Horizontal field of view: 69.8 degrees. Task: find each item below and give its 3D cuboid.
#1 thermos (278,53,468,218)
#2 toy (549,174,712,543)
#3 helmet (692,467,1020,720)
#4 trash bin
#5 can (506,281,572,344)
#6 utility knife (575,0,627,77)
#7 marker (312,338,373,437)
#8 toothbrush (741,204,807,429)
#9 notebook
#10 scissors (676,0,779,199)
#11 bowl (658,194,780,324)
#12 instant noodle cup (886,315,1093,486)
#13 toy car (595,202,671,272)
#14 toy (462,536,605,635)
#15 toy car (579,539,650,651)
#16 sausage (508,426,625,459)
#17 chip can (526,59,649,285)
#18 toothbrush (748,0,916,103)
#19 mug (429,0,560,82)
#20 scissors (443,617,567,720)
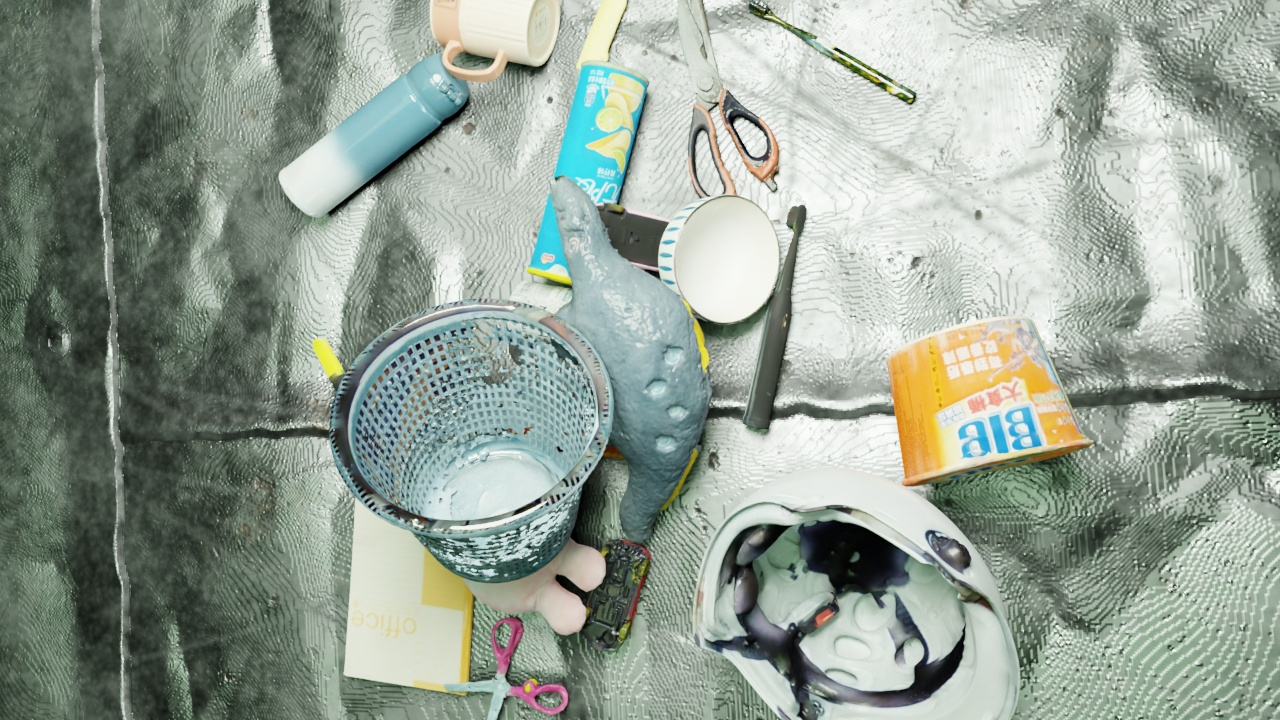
[{"bbox_3d":[-0.279,-0.238,0.968,0.221,0.070,0.070,-34,79,12],"label":"thermos"},{"bbox_3d":[-0.005,0.005,0.820,0.138,0.091,0.356,-4,106,41],"label":"toy"},{"bbox_3d":[0.184,0.192,0.766,0.259,0.145,0.230,28,123,8],"label":"helmet"},{"bbox_3d":[-0.135,0.091,0.810,0.226,0.195,0.226,0,55,0],"label":"trash bin"},{"bbox_3d":[-0.055,-0.039,0.896,0.147,0.058,0.058,11,91,16],"label":"can"},{"bbox_3d":[-0.028,-0.351,0.921,0.031,0.018,0.163,23,96,12],"label":"utility knife"},{"bbox_3d":[-0.321,0.030,0.997,0.018,0.015,0.124,-33,83,14],"label":"marker"},{"bbox_3d":[0.128,-0.042,0.861,0.027,0.026,0.212,11,90,54],"label":"toothbrush"},{"bbox_3d":[-0.242,0.239,0.966,0.146,0.010,0.206,4,89,15],"label":"notebook"},{"bbox_3d":[0.081,-0.257,0.887,0.193,0.015,0.206,25,95,17],"label":"scissors"},{"bbox_3d":[0.064,-0.094,0.849,0.066,0.116,0.116,16,93,60],"label":"bowl"},{"bbox_3d":[0.277,0.034,0.756,0.151,0.151,0.111,-15,75,15],"label":"instant noodle cup"},{"bbox_3d":[-0.003,-0.114,0.871,0.122,0.037,0.056,10,95,-26],"label":"toy car"},{"bbox_3d":[-0.108,0.200,0.902,0.159,0.054,0.121,27,95,26],"label":"toy"},{"bbox_3d":[-0.025,0.228,0.891,0.049,0.031,0.106,15,84,18],"label":"toy car"},{"bbox_3d":[-0.057,0.081,0.912,0.165,0.021,0.021,7,90,17],"label":"sausage"},{"bbox_3d":[-0.051,-0.178,0.893,0.071,0.071,0.210,15,93,16],"label":"chip can"},{"bbox_3d":[0.177,-0.292,0.858,0.186,0.017,0.012,36,91,14],"label":"toothbrush"},{"bbox_3d":[-0.150,-0.332,0.918,0.106,0.082,0.114,17,77,14],"label":"mug"},{"bbox_3d":[-0.138,0.323,0.928,0.133,0.017,0.135,-4,86,13],"label":"scissors"}]
